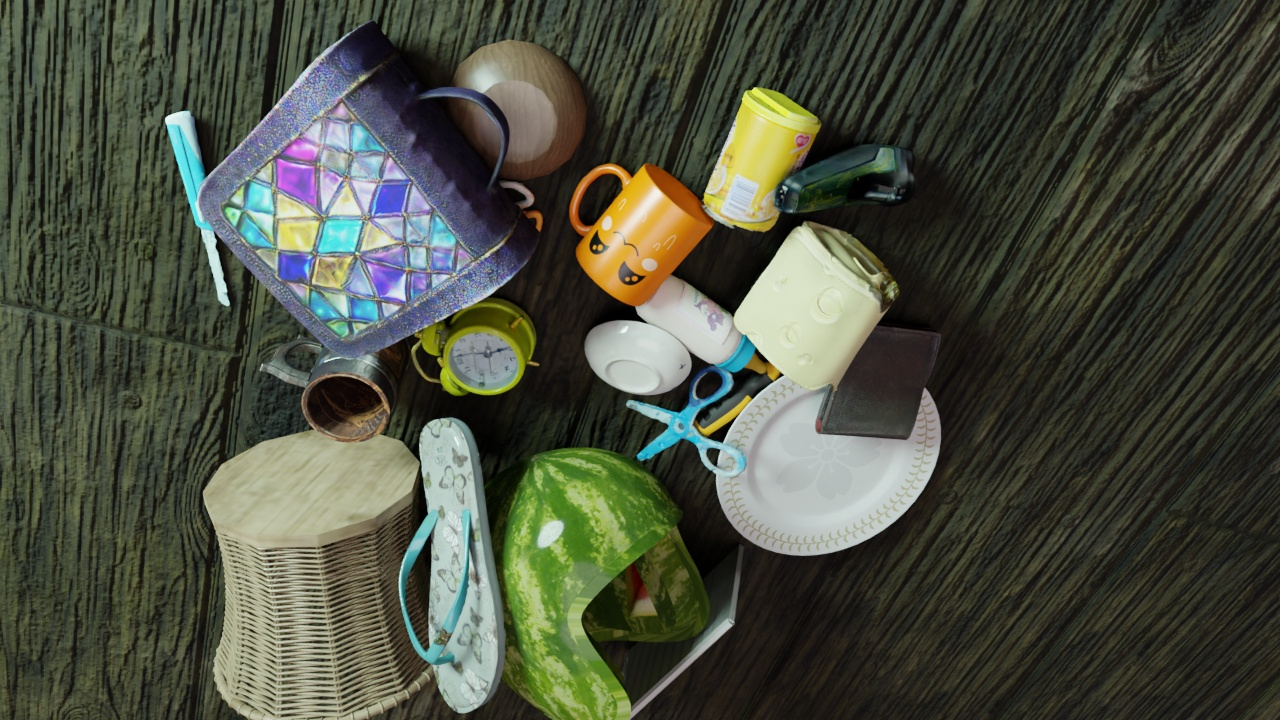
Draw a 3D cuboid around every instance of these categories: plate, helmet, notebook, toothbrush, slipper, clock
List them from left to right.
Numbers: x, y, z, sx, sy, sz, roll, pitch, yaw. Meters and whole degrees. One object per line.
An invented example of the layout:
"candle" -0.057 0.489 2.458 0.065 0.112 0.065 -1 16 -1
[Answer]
"slipper" -0.167 0.185 0.798 0.098 0.054 0.269 3 97 39
"clock" -0.153 -0.009 0.852 0.119 0.057 0.083 -12 122 11
"helmet" -0.066 0.204 0.891 0.244 0.212 0.247 3 111 33
"plate" -0.005 0.005 0.861 0.104 0.026 0.104 10 145 7
"notebook" 0.039 0.307 1.008 0.009 0.142 0.210 39 113 -5
"toothbrush" 0.123 0.014 0.901 0.197 0.031 0.031 -41 124 15
"plate" 0.194 0.101 0.952 0.242 0.016 0.243 -5 118 -10

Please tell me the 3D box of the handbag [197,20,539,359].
"handbag" -0.200 -0.135 0.724 0.222 0.125 0.205 -30 114 18

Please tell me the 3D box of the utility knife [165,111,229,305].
"utility knife" -0.374 -0.126 0.792 0.022 0.015 0.181 0 124 0

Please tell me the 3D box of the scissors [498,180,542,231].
"scissors" -0.151 -0.120 0.809 0.128 0.013 0.064 -14 121 4

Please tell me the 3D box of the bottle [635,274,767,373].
"bottle" 0.064 -0.027 0.858 0.146 0.051 0.051 33 114 -21

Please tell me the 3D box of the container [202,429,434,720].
"container" -0.301 0.196 0.879 0.227 0.226 0.196 0 114 -4

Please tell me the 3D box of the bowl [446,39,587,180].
"bowl" -0.102 -0.200 0.753 0.118 0.030 0.118 -2 121 -3

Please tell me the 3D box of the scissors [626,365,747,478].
"scissors" 0.051 0.057 0.905 0.134 0.011 0.138 23 110 12

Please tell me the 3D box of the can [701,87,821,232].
"can" 0.100 -0.166 0.765 0.067 0.067 0.105 16 119 -13

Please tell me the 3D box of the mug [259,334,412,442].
"mug" -0.270 0.006 0.823 0.115 0.107 0.080 25 116 -18

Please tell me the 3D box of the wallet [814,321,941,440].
"wallet" 0.230 0.020 0.891 0.099 0.031 0.120 5 114 -17

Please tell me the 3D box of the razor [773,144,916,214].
"razor" 0.173 -0.145 0.763 0.151 0.067 0.054 -19 131 -37

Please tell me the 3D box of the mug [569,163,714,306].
"mug" -0.009 -0.119 0.791 0.112 0.077 0.096 45 112 7

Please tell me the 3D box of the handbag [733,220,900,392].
"handbag" 0.159 -0.049 0.812 0.081 0.111 0.119 6 126 -40
